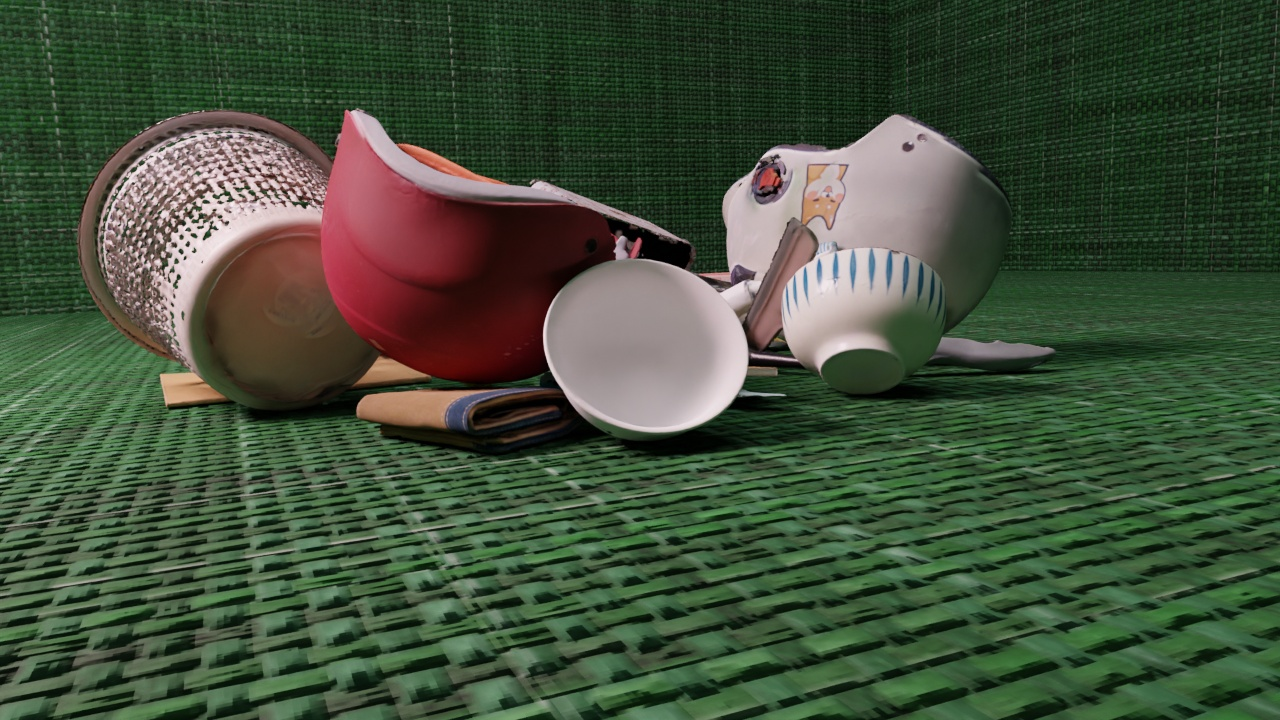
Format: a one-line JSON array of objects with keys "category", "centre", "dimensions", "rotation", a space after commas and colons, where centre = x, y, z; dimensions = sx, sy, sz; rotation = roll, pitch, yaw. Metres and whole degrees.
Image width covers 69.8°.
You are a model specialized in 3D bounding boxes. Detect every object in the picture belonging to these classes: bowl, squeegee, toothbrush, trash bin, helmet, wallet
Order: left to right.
[{"category": "trash bin", "centre": [-0.298, -0.065, 0.721], "dimensions": [0.227, 0.228, 0.192], "rotation": [-7, 27, -36]}, {"category": "wallet", "centre": [-0.105, 0.032, 0.561], "dimensions": [0.115, 0.033, 0.090], "rotation": [3, 6, 40]}, {"category": "helmet", "centre": [-0.115, -0.060, 0.630], "dimensions": [0.207, 0.144, 0.240], "rotation": [23, 5, 9]}, {"category": "bowl", "centre": [-0.002, 0.006, 0.544], "dimensions": [0.118, 0.118, 0.065], "rotation": [-4, -31, -15]}, {"category": "toothbrush", "centre": [0.075, -0.047, 0.799], "dimensions": [0.222, 0.026, 0.026], "rotation": [-27, -37, 30]}, {"category": "toothbrush", "centre": [0.083, -0.003, 0.808], "dimensions": [0.213, 0.026, 0.027], "rotation": [5, 0, 44]}, {"category": "helmet", "centre": [0.194, -0.083, 0.842], "dimensions": [0.275, 0.156, 0.230], "rotation": [-10, -36, 37]}, {"category": "bowl", "centre": [0.159, -0.018, 0.654], "dimensions": [0.116, 0.066, 0.117], "rotation": [6, -35, 4]}, {"category": "squeegee", "centre": [0.212, -0.016, 0.739], "dimensions": [0.249, 0.040, 0.248], "rotation": [10, -23, 0]}]

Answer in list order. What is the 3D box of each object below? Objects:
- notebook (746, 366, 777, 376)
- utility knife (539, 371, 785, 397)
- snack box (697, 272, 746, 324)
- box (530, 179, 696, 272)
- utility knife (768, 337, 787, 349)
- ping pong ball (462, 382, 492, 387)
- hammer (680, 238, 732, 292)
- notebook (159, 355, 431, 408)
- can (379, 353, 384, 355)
[{"category": "notebook", "centre": [-0.004, 0.004, 0.716], "dimensions": [0.147, 0.008, 0.208], "rotation": [1, 1, -18]}, {"category": "utility knife", "centre": [0.014, 0.019, 0.664], "dimensions": [0.205, 0.018, 0.034], "rotation": [2, 0, 35]}, {"category": "snack box", "centre": [0.137, -0.075, 1.168], "dimensions": [0.155, 0.077, 0.027], "rotation": [-3, 7, -9]}, {"category": "box", "centre": [-0.081, -0.102, 0.965], "dimensions": [0.182, 0.157, 0.193], "rotation": [13, 19, -44]}, {"category": "utility knife", "centre": [0.134, -0.025, 1.048], "dimensions": [0.031, 0.021, 0.206], "rotation": [3, 2, -5]}, {"category": "ping pong ball", "centre": [-0.134, 0.003, 0.759], "dimensions": [0.040, 0.040, 0.040], "rotation": [-2, 7, 0]}, {"category": "hammer", "centre": [0.149, -0.070, 1.055], "dimensions": [0.324, 0.032, 0.125], "rotation": [15, 47, 27]}, {"category": "notebook", "centre": [-0.311, 0.017, 0.826], "dimensions": [0.211, 0.012, 0.150], "rotation": [-6, 9, -28]}, {"category": "can", "centre": [-0.262, -0.034, 0.997], "dimensions": [0.094, 0.066, 0.066], "rotation": [2, 8, 29]}]
